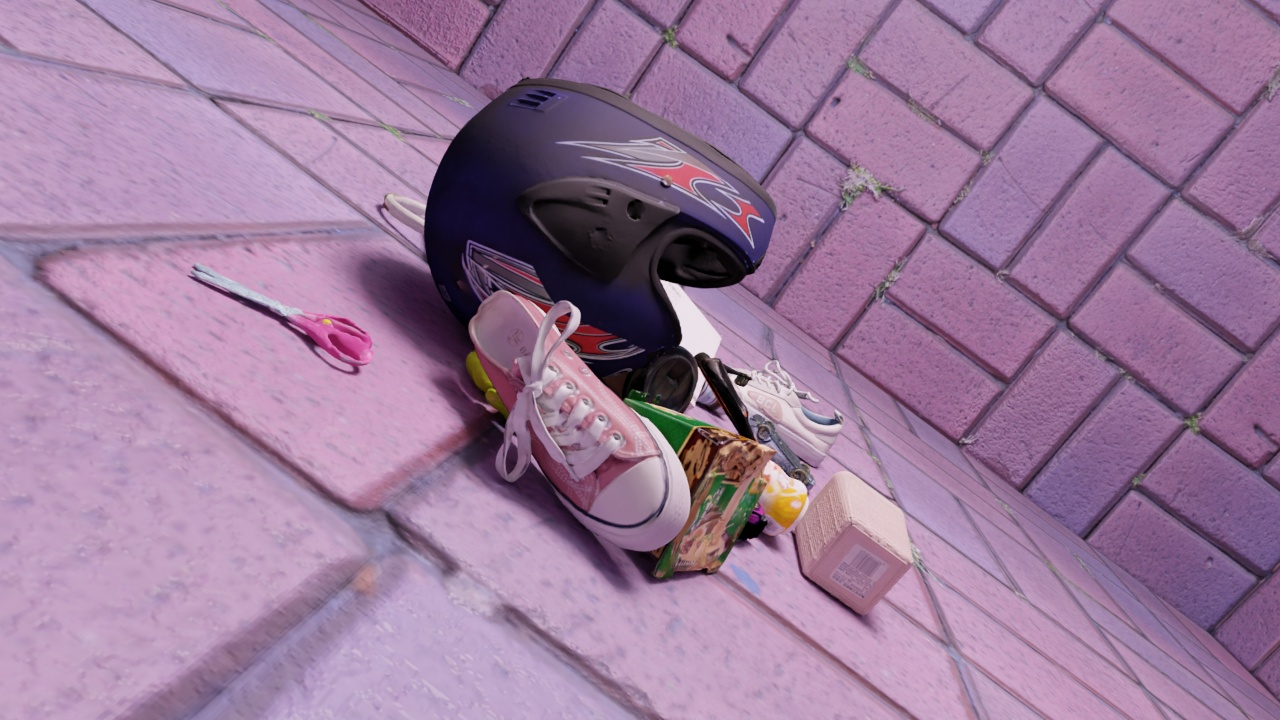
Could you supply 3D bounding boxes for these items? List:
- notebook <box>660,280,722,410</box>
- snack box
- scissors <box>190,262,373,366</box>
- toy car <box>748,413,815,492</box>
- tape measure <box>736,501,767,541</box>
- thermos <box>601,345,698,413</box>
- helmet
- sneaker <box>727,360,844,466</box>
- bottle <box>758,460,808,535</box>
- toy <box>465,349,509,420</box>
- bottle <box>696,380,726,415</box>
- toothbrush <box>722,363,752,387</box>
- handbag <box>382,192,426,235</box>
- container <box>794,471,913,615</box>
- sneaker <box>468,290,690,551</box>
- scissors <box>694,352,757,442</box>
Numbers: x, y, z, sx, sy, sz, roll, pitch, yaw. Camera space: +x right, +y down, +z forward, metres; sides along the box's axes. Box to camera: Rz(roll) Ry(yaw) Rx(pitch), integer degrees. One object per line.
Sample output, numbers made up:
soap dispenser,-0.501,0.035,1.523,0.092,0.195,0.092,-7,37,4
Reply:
notebook,0.038,-0.041,1.153,0.150,0.012,0.208,50,27,-10
snack box,0.024,0.093,0.720,0.106,0.117,0.118,30,5,30
scissors,-0.249,-0.038,0.647,0.137,0.017,0.073,29,14,-14
toy car,0.176,0.119,1.169,0.120,0.037,0.054,49,14,8
tape measure,0.087,0.137,0.849,0.057,0.039,0.057,20,21,-52
thermos,-0.006,0.006,0.987,0.093,0.093,0.143,24,9,-43
helmet,-0.048,-0.099,0.862,0.315,0.240,0.247,24,-8,-14
sneaker,0.184,0.052,1.302,0.242,0.091,0.089,33,12,-11
bottle,0.111,0.124,0.906,0.108,0.063,0.063,35,13,-4
toy,-0.110,0.020,0.766,0.100,0.031,0.096,41,15,16
bottle,0.045,0.015,1.172,0.194,0.044,0.079,30,21,-31
toothbrush,0.086,0.001,1.243,0.026,0.027,0.213,45,-9,-31
handbag,-0.206,-0.142,1.045,0.178,0.063,0.163,27,14,-25
container,0.212,0.183,0.916,0.090,0.090,0.110,36,16,-2
sneaker,-0.059,0.034,0.659,0.241,0.118,0.088,51,6,26
scissors,0.112,0.069,0.997,0.234,0.022,0.221,61,2,39
